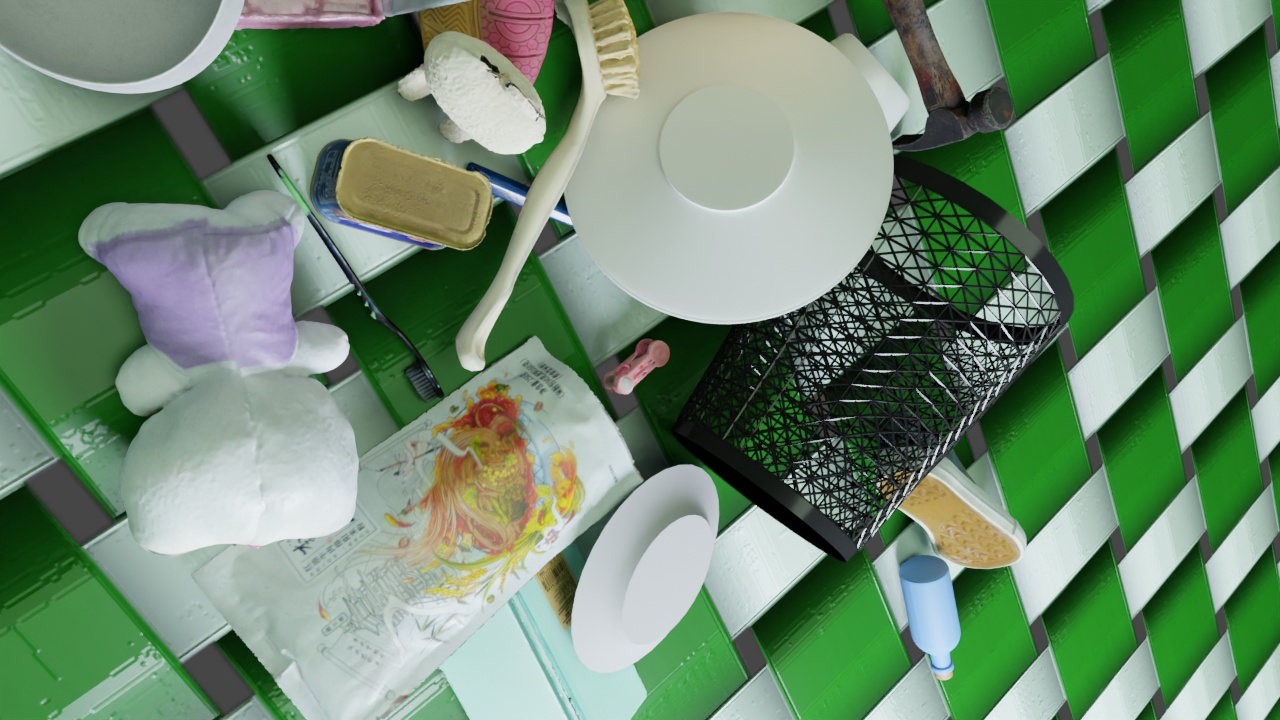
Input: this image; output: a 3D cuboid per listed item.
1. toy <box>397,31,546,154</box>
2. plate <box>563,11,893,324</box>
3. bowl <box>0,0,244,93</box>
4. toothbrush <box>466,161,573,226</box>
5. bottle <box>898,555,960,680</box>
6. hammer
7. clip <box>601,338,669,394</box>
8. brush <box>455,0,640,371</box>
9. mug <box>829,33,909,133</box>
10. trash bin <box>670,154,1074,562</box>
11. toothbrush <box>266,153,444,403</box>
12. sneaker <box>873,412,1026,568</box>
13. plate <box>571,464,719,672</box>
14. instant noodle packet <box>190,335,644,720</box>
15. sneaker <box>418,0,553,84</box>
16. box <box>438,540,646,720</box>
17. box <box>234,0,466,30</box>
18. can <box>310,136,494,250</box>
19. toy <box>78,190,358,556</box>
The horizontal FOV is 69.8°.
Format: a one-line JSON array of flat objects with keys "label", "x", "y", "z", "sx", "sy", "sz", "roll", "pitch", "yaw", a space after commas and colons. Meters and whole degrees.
[{"label": "toy", "x": -0.093, "y": -0.159, "z": 0.551, "sx": 0.087, "sy": 0.112, "sz": 0.050, "roll": 44, "pitch": 56, "yaw": -39}, {"label": "plate", "x": 0.058, "y": -0.140, "z": 0.624, "sx": 0.229, "sy": 0.030, "sz": 0.229, "roll": -1, "pitch": 80, "yaw": 4}, {"label": "bowl", "x": -0.266, "y": -0.203, "z": 0.463, "sx": 0.131, "sy": 0.064, "sz": 0.132, "roll": -2, "pitch": 103, "yaw": -9}, {"label": "toothbrush", "x": -0.039, "y": -0.100, "z": 0.661, "sx": 0.189, "sy": 0.017, "sz": 0.016, "roll": 19, "pitch": 86, "yaw": -33}, {"label": "bottle", "x": 0.292, "y": 0.261, "z": 0.915, "sx": 0.048, "sy": 0.048, "sz": 0.131, "roll": -26, "pitch": 111, "yaw": -27}, {"label": "hammer", "x": 0.188, "y": -0.326, "z": 0.735, "sx": 0.033, "sy": 0.120, "sz": 0.330, "roll": -33, "pitch": 104, "yaw": -25}, {"label": "clip", "x": -0.008, "y": 0.004, "z": 0.704, "sx": 0.059, "sy": 0.041, "sz": 0.023, "roll": -43, "pitch": 122, "yaw": -31}, {"label": "brush", "x": -0.062, "y": -0.120, "z": 0.605, "sx": 0.272, "sy": 0.077, "sz": 0.062, "roll": -70, "pitch": 159, "yaw": -7}, {"label": "mug", "x": 0.168, "y": -0.203, "z": 0.742, "sx": 0.076, "sy": 0.090, "sz": 0.123, "roll": -42, "pitch": 159, "yaw": 19}, {"label": "trash bin", "x": 0.161, "y": 0.006, "z": 0.702, "sx": 0.217, "sy": 0.217, "sz": 0.243, "roll": 41, "pitch": 82, "yaw": -30}, {"label": "toothbrush", "x": -0.181, "y": -0.047, "z": 0.583, "sx": 0.017, "sy": 0.014, "sz": 0.188, "roll": -37, "pitch": 116, "yaw": -14}, {"label": "sneaker", "x": 0.302, "y": 0.127, "z": 0.885, "sx": 0.235, "sy": 0.088, "sz": 0.079, "roll": 40, "pitch": 45, "yaw": -35}, {"label": "plate", "x": 0.015, "y": 0.164, "z": 0.702, "sx": 0.172, "sy": 0.019, "sz": 0.173, "roll": -28, "pitch": 129, "yaw": -41}, {"label": "instant noodle packet", "x": -0.132, "y": 0.110, "z": 0.608, "sx": 0.268, "sy": 0.057, "sz": 0.147, "roll": -39, "pitch": 94, "yaw": -23}, {"label": "sneaker", "x": -0.084, "y": -0.275, "z": 0.575, "sx": 0.116, "sy": 0.091, "sz": 0.242, "roll": 5, "pitch": 115, "yaw": -26}, {"label": "box", "x": -0.070, "y": 0.228, "z": 0.684, "sx": 0.137, "sy": 0.056, "sz": 0.187, "roll": -31, "pitch": 114, "yaw": -18}, {"label": "box", "x": -0.168, "y": -0.309, "z": 0.507, "sx": 0.173, "sy": 0.075, "sz": 0.233, "roll": -4, "pitch": 102, "yaw": 2}, {"label": "can", "x": -0.146, "y": -0.102, "z": 0.569, "sx": 0.099, "sy": 0.059, "sz": 0.054, "roll": 13, "pitch": 91, "yaw": -34}, {"label": "toy", "x": -0.229, "y": 0.010, "z": 0.523, "sx": 0.137, "sy": 0.086, "sz": 0.209, "roll": -12, "pitch": 99, "yaw": -31}]
